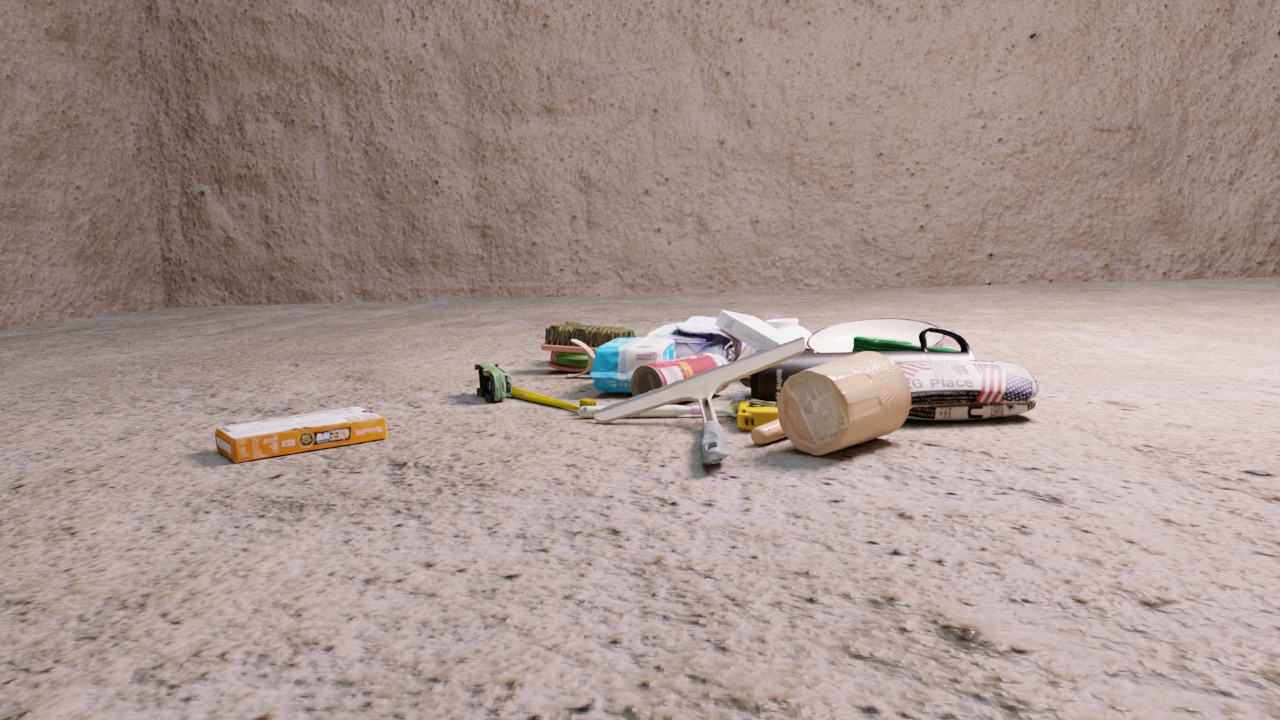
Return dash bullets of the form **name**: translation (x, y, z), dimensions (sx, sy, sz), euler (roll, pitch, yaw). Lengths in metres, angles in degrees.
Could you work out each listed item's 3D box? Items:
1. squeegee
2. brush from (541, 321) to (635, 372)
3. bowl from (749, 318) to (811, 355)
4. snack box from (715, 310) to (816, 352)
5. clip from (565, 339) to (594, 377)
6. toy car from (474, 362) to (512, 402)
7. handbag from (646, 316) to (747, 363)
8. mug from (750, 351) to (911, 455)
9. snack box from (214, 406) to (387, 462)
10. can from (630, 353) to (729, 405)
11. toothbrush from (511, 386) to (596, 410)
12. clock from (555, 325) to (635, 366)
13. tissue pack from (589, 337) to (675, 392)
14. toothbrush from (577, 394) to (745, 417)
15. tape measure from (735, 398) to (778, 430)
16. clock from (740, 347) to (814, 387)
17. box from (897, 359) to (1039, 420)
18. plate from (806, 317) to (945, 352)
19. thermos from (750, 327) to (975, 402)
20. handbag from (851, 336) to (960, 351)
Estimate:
- **squeegee**: translation (0.068, 0.061, 0.892), dimensions (0.246, 0.039, 0.246), euler (-20, 13, 5)
- **brush**: translation (-0.072, -0.018, 1.386), dimensions (0.146, 0.073, 0.063), euler (5, 10, 13)
- **bowl**: translation (0.219, -0.031, 1.409), dimensions (0.118, 0.065, 0.118), euler (-5, 5, 0)
- **snack box**: translation (0.185, -0.024, 1.275), dimensions (0.084, 0.027, 0.157), euler (8, 21, -47)
- **clip**: translation (-0.058, 0.003, 1.329), dimensions (0.097, 0.060, 0.034), euler (11, 11, 13)
- **toy car**: translation (-0.191, 0.028, 1.186), dimensions (0.036, 0.043, 0.091), euler (-9, 11, -24)
- **handbag**: translation (0.086, -0.023, 1.369), dimensions (0.134, 0.075, 0.193), euler (2, 10, 11)
- **mug**: translation (0.177, 0.046, 0.871), dimensions (0.103, 0.084, 0.125), euler (-12, -12, -44)
- **snack box**: translation (-0.347, 0.074, 0.944), dimensions (0.153, 0.026, 0.075), euler (-8, 10, -36)
- **can**: translation (0.052, 0.023, 1.116), dimensions (0.053, 0.053, 0.132), euler (6, 11, 43)
- **toothbrush**: translation (-0.111, 0.046, 1.124), dimensions (0.015, 0.016, 0.190), euler (-7, 9, -37)
- **clock**: translation (-0.063, -0.024, 1.484), dimensions (0.161, 0.056, 0.116), euler (-2, 9, 0)
- **tissue pack**: translation (-0.007, 0.007, 1.213), dimensions (0.090, 0.063, 0.140), euler (1, 10, 11)
- **toothbrush**: translation (0.023, 0.054, 1.027), dimensions (0.190, 0.029, 0.020), euler (-2, -34, 7)
- **tape measure**: translation (0.127, 0.055, 0.960), dimensions (0.057, 0.029, 0.060), euler (0, 8, 8)
- **clock**: translation (0.172, 0.016, 1.133), dimensions (0.082, 0.055, 0.121), euler (6, 13, 43)
- **box**: translation (0.333, 0.025, 0.957), dimensions (0.163, 0.077, 0.074), euler (1, 13, -1)
- **plate**: translation (0.337, -0.017, 1.317), dimensions (0.192, 0.039, 0.192), euler (-7, 17, 2)
- **thermos**: translation (0.247, 0.012, 1.028), dimensions (0.242, 0.090, 0.068), euler (-2, -9, -1)
- **handbag**: translation (0.331, 0.005, 1.131), dimensions (0.120, 0.068, 0.131), euler (-5, 9, -30)
